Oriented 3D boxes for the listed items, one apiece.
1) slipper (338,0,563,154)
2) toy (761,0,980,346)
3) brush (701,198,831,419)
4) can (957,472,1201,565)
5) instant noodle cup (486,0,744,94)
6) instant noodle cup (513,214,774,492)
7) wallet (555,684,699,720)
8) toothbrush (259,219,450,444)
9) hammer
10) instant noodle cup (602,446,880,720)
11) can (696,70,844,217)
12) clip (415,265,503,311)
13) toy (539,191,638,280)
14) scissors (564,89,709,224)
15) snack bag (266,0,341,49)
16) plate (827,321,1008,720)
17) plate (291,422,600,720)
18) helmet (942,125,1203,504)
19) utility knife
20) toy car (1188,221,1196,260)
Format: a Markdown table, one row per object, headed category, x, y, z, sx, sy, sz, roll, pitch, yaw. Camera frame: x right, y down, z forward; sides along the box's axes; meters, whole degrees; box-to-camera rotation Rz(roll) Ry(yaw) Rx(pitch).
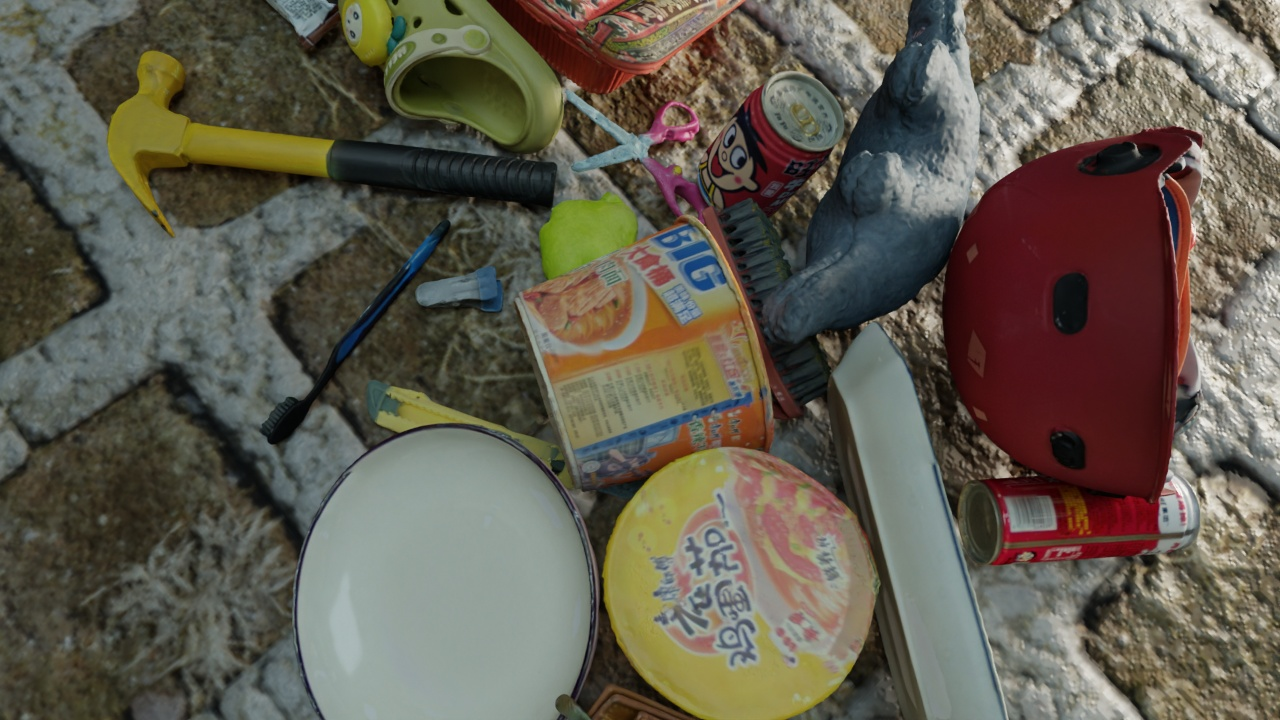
| category | x | y | z | sx | sy | sz | roll | pitch | yaw |
| --- | --- | --- | --- | --- | --- | --- | --- | --- | --- |
| slipper | -0.139 | -0.208 | 0.624 | 0.190 | 0.092 | 0.081 | 39 | 46 | 4 |
| toy | 0.165 | -0.121 | 0.603 | 0.091 | 0.138 | 0.355 | 7 | 56 | 33 |
| brush | 0.073 | -0.028 | 0.603 | 0.069 | 0.063 | 0.145 | -25 | 73 | 18 |
| can | 0.273 | 0.097 | 0.574 | 0.132 | 0.053 | 0.053 | -2 | 69 | -7 |
| instant noodle cup | -0.034 | -0.270 | 0.658 | 0.189 | 0.079 | 0.164 | 39 | 56 | 8 |
| instant noodle cup | -0.003 | 0.003 | 0.535 | 0.111 | 0.151 | 0.151 | -18 | 72 | -8 |
| wallet | -0.017 | 0.226 | 0.454 | 0.119 | 0.035 | 0.131 | 34 | 100 | -25 |
| toothbrush | -0.182 | -0.024 | 0.598 | 0.016 | 0.014 | 0.189 | 21 | 66 | 28 |
| hammer | -0.208 | -0.136 | 0.628 | 0.300 | 0.033 | 0.128 | 6 | 69 | -3 |
| instant noodle cup | 0.045 | 0.129 | 0.510 | 0.138 | 0.110 | 0.137 | 2 | 69 | -5 |
| can | 0.086 | -0.142 | 0.618 | 0.066 | 0.094 | 0.066 | 9 | 65 | -20 |
| clip | -0.121 | -0.046 | 0.609 | 0.058 | 0.043 | 0.026 | -5 | 72 | 1 |
| toy | -0.032 | -0.066 | 0.619 | 0.096 | 0.031 | 0.100 | -41 | 81 | -19 |
| scissors | 0.004 | -0.152 | 0.643 | 0.133 | 0.017 | 0.130 | 35 | 57 | -18 |
| snack bag | -0.262 | -0.273 | 0.677 | 0.104 | 0.026 | 0.048 | 40 | 77 | 9 |
| plate | 0.145 | 0.110 | 0.505 | 0.034 | 0.162 | 0.265 | -12 | 72 | 5 |
| plate | -0.104 | 0.131 | 0.502 | 0.193 | 0.039 | 0.192 | -5 | 78 | 22 |
| helmet | 0.249 | -0.025 | 0.543 | 0.144 | 0.207 | 0.239 | 3 | 22 | 33 |
| utility knife | -0.086 | 0.053 | 0.580 | 0.190 | 0.020 | 0.031 | 20 | 73 | -3 |
| toy car | 0.367 | -0.075 | 0.662 | 0.049 | 0.031 | 0.106 | 33 | 68 | 6 |
